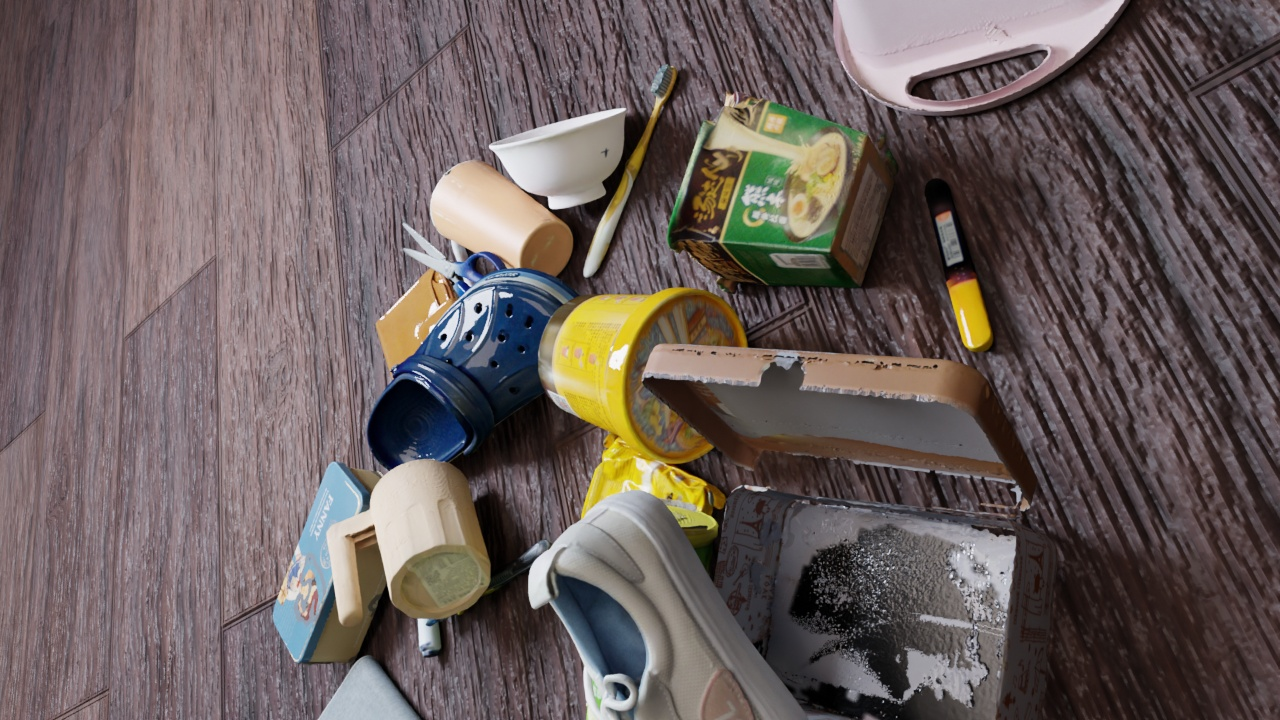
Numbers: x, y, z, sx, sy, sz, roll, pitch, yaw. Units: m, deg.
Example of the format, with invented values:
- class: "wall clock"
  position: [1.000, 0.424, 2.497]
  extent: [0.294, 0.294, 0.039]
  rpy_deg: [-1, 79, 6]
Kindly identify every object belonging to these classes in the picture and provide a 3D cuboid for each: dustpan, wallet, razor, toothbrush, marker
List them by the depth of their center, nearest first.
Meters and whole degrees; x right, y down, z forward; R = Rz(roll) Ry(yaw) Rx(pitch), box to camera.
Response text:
- class: "marker"
  position: [0.198, -0.062, 0.572]
  extent: [0.018, 0.015, 0.123]
  rpy_deg: [-22, 61, 30]
- class: "dustpan"
  position: [0.230, -0.303, 0.627]
  extent: [0.223, 0.139, 0.272]
  rpy_deg: [-2, 47, 40]
- class: "razor"
  position: [-0.120, 0.177, 0.747]
  extent: [0.143, 0.022, 0.042]
  rpy_deg: [-31, 42, 29]
- class: "toothbrush"
  position: [-0.011, -0.159, 0.767]
  extent: [0.016, 0.018, 0.191]
  rpy_deg: [24, 92, 43]
- class: "wallet"
  position: [-0.227, 0.333, 0.775]
  extent: [0.130, 0.037, 0.106]
  rpy_deg: [31, 86, 39]
- class: "marker"
  position: [-0.188, 0.191, 0.799]
  extent: [0.023, 0.018, 0.130]
  rpy_deg: [123, 141, -55]
- class: "toothbrush"
  position: [-0.146, -0.053, 0.845]
  extent: [0.016, 0.016, 0.180]
  rpy_deg: [-36, 57, 16]
- class: "wallet"
  position: [-0.201, -0.014, 0.869]
  extent: [0.108, 0.031, 0.131]
  rpy_deg: [-41, 56, 24]

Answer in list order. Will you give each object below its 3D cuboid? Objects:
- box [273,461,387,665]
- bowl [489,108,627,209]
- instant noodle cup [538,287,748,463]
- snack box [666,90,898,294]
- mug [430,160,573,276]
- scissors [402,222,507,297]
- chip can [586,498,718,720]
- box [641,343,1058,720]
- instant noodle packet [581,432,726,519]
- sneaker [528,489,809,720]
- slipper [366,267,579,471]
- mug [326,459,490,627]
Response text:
- class: "box"
  position: [-0.269, 0.179, 0.832]
  extent: [0.090, 0.059, 0.184]
  rpy_deg: [28, 100, 47]
- class: "bowl"
  position: [-0.061, -0.165, 0.770]
  extent: [0.118, 0.118, 0.065]
  rpy_deg: [0, 113, 39]
- class: "instant noodle cup"
  position: [-0.004, 0.004, 0.652]
  extent: [0.115, 0.118, 0.118]
  rpy_deg: [12, 84, 48]
- class: "snack box"
  position: [0.100, -0.102, 0.607]
  extent: [0.106, 0.118, 0.117]
  rpy_deg: [17, 86, 31]
- class: "mug"
  position: [-0.119, -0.118, 0.809]
  extent: [0.123, 0.078, 0.078]
  rpy_deg: [35, 99, 35]
- class: "scissors"
  position: [-0.167, -0.070, 0.827]
  extent: [0.171, 0.012, 0.141]
  rpy_deg: [-4, 103, 50]
- class: "chip can"
  position: [0.002, 0.202, 0.578]
  extent: [0.073, 0.072, 0.221]
  rpy_deg: [11, 97, 40]
- class: "box"
  position: [0.103, 0.116, 0.482]
  extent: [0.181, 0.226, 0.156]
  rpy_deg: [4, 63, 38]
- class: "instant noodle packet"
  position: [-0.003, 0.129, 0.654]
  extent: [0.111, 0.044, 0.128]
  rpy_deg: [24, 94, 39]
- class: "sneaker"
  position: [0.021, 0.191, 0.475]
  extent: [0.090, 0.090, 0.242]
  rpy_deg: [-29, 90, 44]
- class: "slipper"
  position: [-0.149, 0.018, 0.756]
  extent: [0.253, 0.095, 0.105]
  rpy_deg: [-37, 99, 28]
- class: "mug"
  position: [-0.188, 0.151, 0.738]
  extent: [0.124, 0.084, 0.103]
  rpy_deg: [-22, 37, -9]
